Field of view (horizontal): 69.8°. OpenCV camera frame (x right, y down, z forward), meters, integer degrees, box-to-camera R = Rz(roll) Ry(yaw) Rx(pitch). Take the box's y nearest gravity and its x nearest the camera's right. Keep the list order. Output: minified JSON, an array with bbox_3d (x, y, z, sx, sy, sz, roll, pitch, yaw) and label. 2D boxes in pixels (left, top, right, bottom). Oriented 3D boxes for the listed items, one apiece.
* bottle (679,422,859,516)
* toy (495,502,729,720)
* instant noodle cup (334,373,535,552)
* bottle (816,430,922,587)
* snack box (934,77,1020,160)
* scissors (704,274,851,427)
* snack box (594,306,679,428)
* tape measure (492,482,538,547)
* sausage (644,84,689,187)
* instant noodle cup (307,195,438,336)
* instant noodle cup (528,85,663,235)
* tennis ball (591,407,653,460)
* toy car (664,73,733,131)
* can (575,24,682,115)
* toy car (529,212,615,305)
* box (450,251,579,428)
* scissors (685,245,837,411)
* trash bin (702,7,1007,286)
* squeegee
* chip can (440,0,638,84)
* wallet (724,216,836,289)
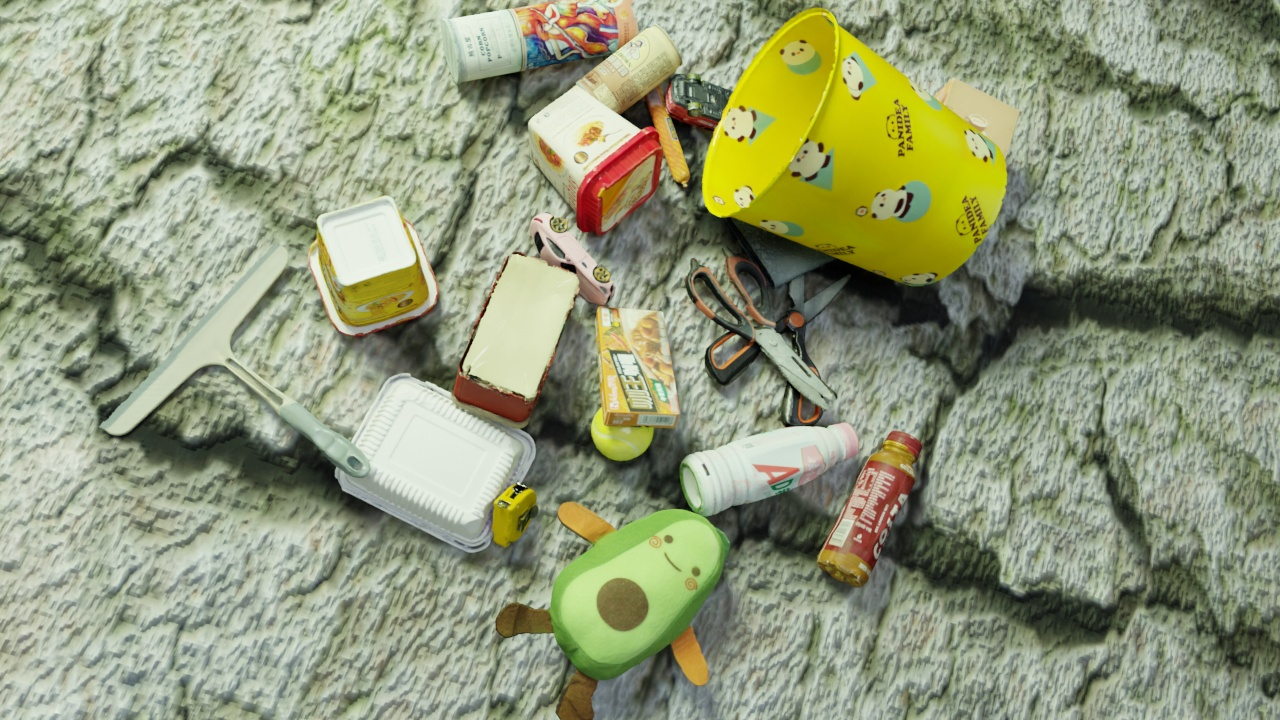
[{"bbox_3d":[0.143,0.110,0.990,0.196,0.068,0.068,-14,80,-17],"label":"bottle"},{"bbox_3d":[-0.013,0.237,0.914,0.246,0.090,0.227,-38,93,-14],"label":"toy"},{"bbox_3d":[-0.203,0.098,0.922,0.173,0.060,0.137,28,73,-6],"label":"instant noodle cup"},{"bbox_3d":[0.255,0.159,1.005,0.057,0.057,0.174,33,73,-3],"label":"bottle"},{"bbox_3d":[0.386,-0.271,1.115,0.093,0.094,0.077,24,73,-6],"label":"snack box"},{"bbox_3d":[0.170,-0.023,1.051,0.220,0.022,0.224,-18,80,-20],"label":"scissors"},{"bbox_3d":[-0.006,0.006,0.966,0.075,0.026,0.153,3,46,-11],"label":"snack box"},{"bbox_3d":[-0.125,0.154,0.924,0.029,0.060,0.057,21,34,17],"label":"tape measure"},{"bbox_3d":[0.027,-0.278,1.078,0.021,0.021,0.165,-15,81,-15],"label":"sausage"},{"bbox_3d":[-0.269,-0.099,0.920,0.116,0.124,0.116,-20,82,-16],"label":"instant noodle cup"},{"bbox_3d":[-0.054,-0.223,1.008,0.116,0.116,0.124,-42,76,-18],"label":"instant noodle cup"},{"bbox_3d":[-0.019,0.073,0.963,0.065,0.066,0.065,3,76,-12],"label":"tennis ball"},{"bbox_3d":[0.083,-0.298,1.081,0.120,0.045,0.052,11,68,-25],"label":"toy car"},{"bbox_3d":[-0.013,-0.325,1.047,0.116,0.058,0.058,-37,87,-1],"label":"can"},{"bbox_3d":[-0.077,-0.108,0.999,0.037,0.056,0.122,-41,88,-21],"label":"toy car"},{"bbox_3d":[-0.121,-0.027,0.933,0.091,0.079,0.168,21,55,-6],"label":"box"},{"bbox_3d":[0.145,-0.039,1.027,0.206,0.015,0.194,13,67,-9],"label":"scissors"},{"bbox_3d":[0.235,-0.211,0.993,0.255,0.230,0.229,22,73,-21],"label":"trash bin"},{"bbox_3d":[-0.351,0.043,0.900,0.246,0.039,0.246,34,76,15],"label":"squeegee"},{"bbox_3d":[-0.113,-0.370,1.045,0.214,0.071,0.071,-16,81,-16],"label":"chip can"},{"bbox_3d":[0.161,-0.150,1.073,0.097,0.019,0.121,-26,77,-23],"label":"wallet"}]
